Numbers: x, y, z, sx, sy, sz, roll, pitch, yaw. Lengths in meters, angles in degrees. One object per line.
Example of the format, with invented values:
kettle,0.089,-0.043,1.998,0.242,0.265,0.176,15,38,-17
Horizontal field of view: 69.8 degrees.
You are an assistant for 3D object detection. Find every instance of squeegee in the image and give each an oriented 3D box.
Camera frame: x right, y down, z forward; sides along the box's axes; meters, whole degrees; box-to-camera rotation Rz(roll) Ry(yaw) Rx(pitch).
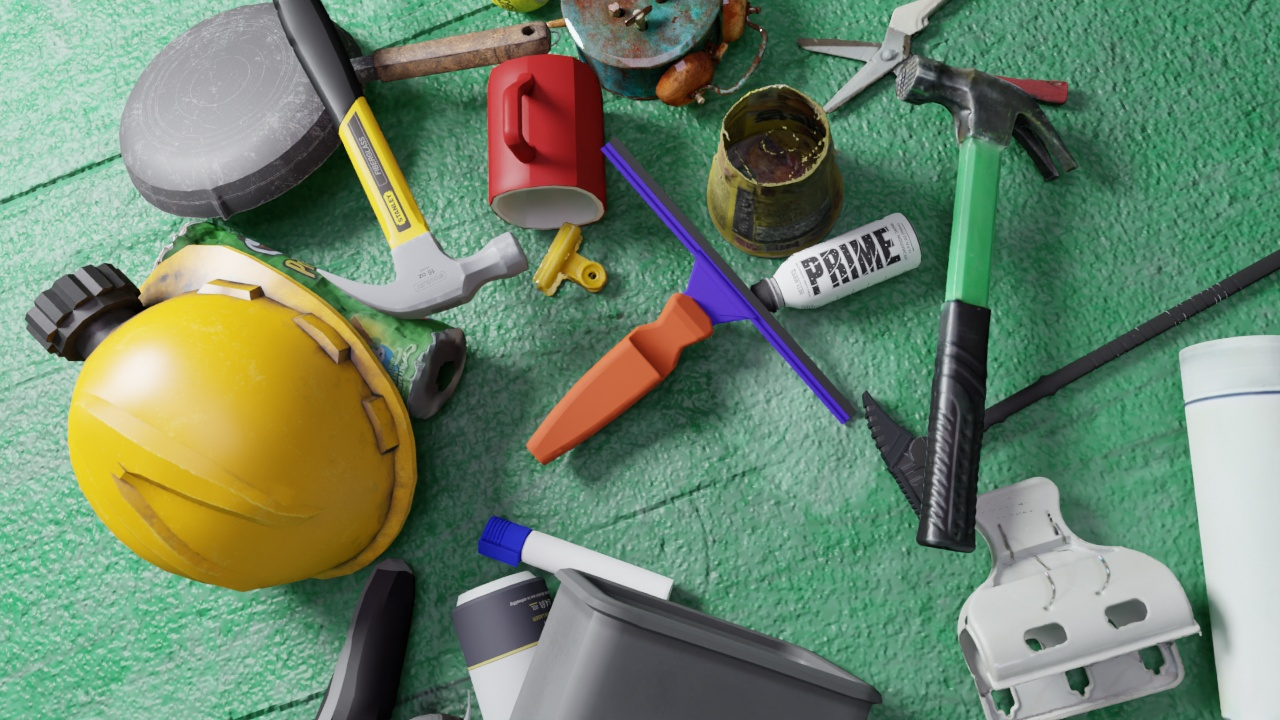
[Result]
squeegee,-0.004,0.004,0.634,0.184,0.055,0.249,-42,94,-2

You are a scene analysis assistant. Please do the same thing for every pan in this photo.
pan,-0.235,-0.213,0.687,0.357,0.040,0.207,-10,61,10

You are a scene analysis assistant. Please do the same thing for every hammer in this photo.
hammer,-0.202,-0.174,0.636,0.127,0.029,0.323,-27,80,-3
hammer,0.307,-0.009,0.617,0.325,0.015,0.095,-29,75,0
hammer,0.214,-0.037,0.598,0.130,0.032,0.318,13,78,-15

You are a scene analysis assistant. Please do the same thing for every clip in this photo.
clip,0.256,0.145,0.560,0.126,0.110,0.150,-16,87,1
clip,-0.050,-0.069,0.674,0.046,0.048,0.054,16,76,53

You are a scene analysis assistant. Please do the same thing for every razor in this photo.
razor,-0.187,0.212,0.618,0.060,0.057,0.156,16,80,43

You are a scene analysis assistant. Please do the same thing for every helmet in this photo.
helmet,-0.279,0.050,0.582,0.255,0.131,0.206,44,109,3

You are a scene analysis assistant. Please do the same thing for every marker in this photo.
marker,-0.044,0.140,0.625,0.133,0.023,0.027,17,39,11

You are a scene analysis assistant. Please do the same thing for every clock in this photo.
clock,-0.131,0.282,0.586,0.091,0.044,0.123,-13,87,-12
clock,0.017,-0.253,0.675,0.157,0.073,0.121,30,84,11

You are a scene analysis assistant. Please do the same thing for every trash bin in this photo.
trash bin,0.008,0.258,0.526,0.191,0.098,0.219,23,82,-17

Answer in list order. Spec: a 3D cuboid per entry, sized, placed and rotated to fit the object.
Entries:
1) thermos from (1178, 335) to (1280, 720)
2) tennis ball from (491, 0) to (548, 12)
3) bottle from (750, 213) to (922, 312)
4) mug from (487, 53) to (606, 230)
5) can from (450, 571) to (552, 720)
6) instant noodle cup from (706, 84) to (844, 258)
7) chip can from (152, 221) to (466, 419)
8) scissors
thermos,0.377,0.101,0.557,0.068,0.068,0.230,-1,79,7
tennis ball,-0.093,-0.301,0.703,0.065,0.065,0.065,-2,78,7
bottle,0.133,-0.063,0.636,0.116,0.041,0.041,-22,76,2
mug,-0.070,-0.157,0.644,0.080,0.116,0.096,-5,78,11
can,-0.075,0.206,0.595,0.064,0.064,0.127,-22,76,2
instant noodle cup,0.090,-0.132,0.621,0.102,0.108,0.102,-1,80,7
chip can,-0.236,-0.030,0.661,0.223,0.075,0.075,22,82,12
scissors,0.221,-0.243,0.676,0.199,0.015,0.179,18,82,12
